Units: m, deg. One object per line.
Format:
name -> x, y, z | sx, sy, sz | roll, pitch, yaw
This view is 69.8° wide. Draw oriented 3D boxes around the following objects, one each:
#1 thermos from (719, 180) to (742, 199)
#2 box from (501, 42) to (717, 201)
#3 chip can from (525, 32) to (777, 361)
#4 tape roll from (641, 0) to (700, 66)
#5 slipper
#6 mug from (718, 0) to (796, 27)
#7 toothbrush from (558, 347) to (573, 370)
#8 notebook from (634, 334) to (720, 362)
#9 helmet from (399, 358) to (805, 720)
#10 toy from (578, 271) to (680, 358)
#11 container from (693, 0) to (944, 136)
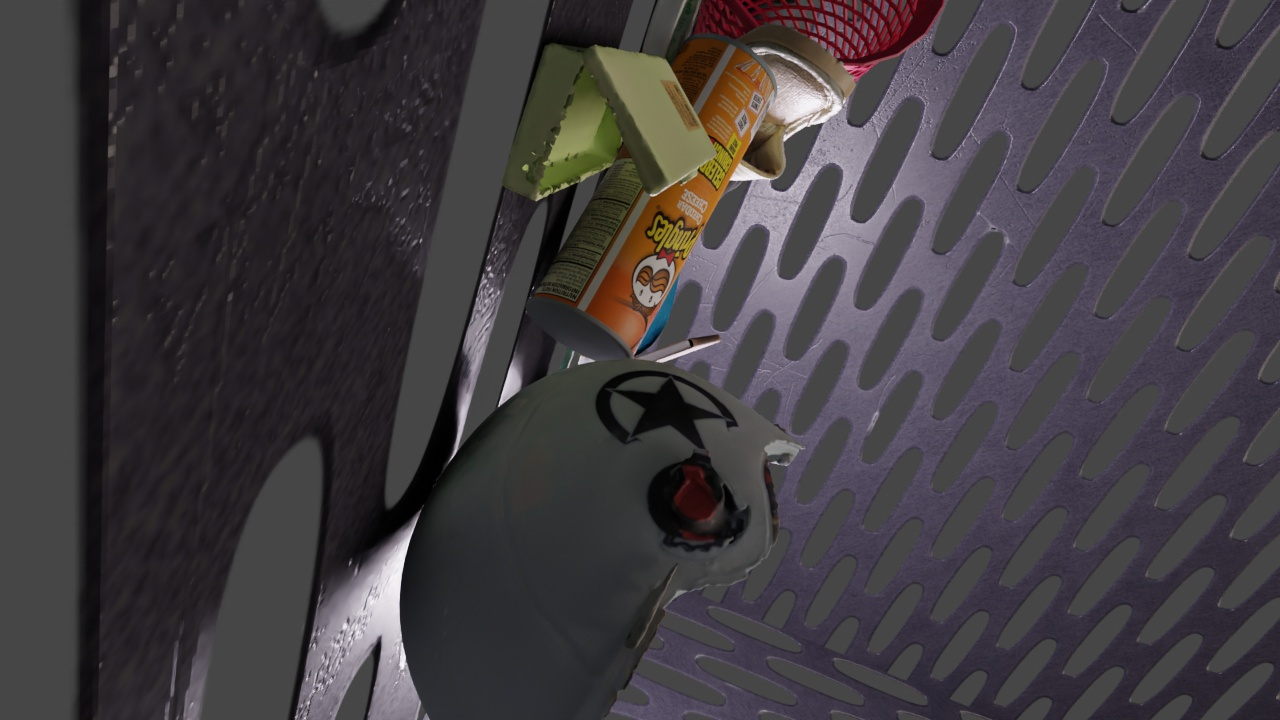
thermos -> 0.072, -0.222, 1.061 | 0.220, 0.098, 0.098 | -55, 168, -60
box -> -0.012, -0.125, 0.467 | 0.187, 0.090, 0.077 | -56, 148, -69
chip can -> 0.010, -0.106, 0.597 | 0.214, 0.075, 0.075 | -61, 176, -17
tape roll -> 0.024, -0.238, 0.636 | 0.094, 0.018, 0.094 | 30, 83, -88
slipper -> 0.078, -0.196, 0.735 | 0.054, 0.114, 0.273 | -53, -168, -10
mug -> 0.110, -0.359, 0.957 | 0.088, 0.078, 0.113 | 110, -24, -44
toothbrush -> -0.075, 0.022, 0.865 | 0.016, 0.016, 0.181 | -27, 140, -79
notebook -> -0.005, 0.005, 0.825 | 0.209, 0.141, 0.008 | -13, 84, -79
helmet -> -0.043, 0.104, 0.517 | 0.263, 0.163, 0.237 | -50, 173, -48
toy -> 0.004, -0.097, 0.732 | 0.149, 0.084, 0.214 | -94, -153, -85
container -> 0.122, -0.282, 0.784 | 0.226, 0.183, 0.183 | 135, -22, -76
